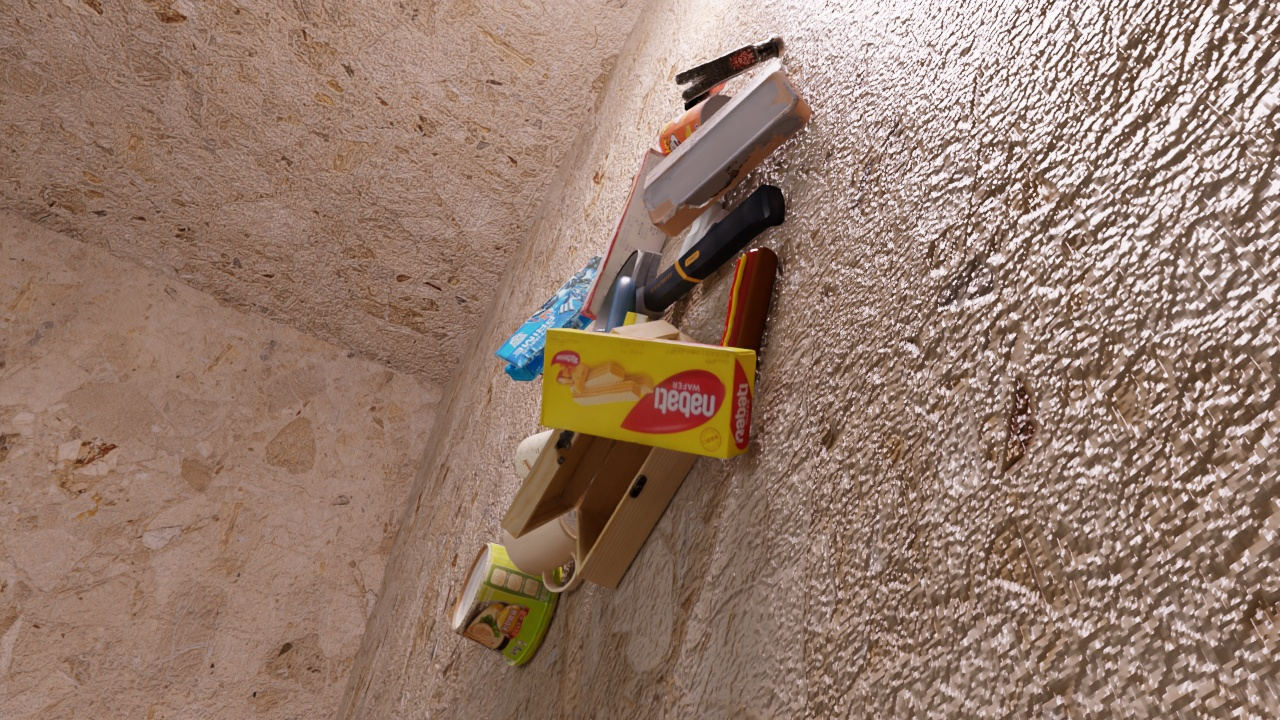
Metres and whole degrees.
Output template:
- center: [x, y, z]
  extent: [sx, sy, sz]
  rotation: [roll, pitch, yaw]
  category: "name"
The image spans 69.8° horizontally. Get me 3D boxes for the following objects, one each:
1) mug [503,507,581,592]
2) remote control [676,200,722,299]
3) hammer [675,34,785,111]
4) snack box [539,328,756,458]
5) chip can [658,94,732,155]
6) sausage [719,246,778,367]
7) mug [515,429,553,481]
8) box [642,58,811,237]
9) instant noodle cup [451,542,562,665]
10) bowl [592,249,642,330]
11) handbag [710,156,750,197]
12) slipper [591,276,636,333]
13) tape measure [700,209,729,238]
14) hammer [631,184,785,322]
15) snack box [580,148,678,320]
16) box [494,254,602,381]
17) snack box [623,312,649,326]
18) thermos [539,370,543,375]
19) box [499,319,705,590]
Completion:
- center: [-0.097, 0.217, 1.091]
  extent: [0.105, 0.085, 0.111]
  rotation: [-36, 60, 42]
  category: "mug"
- center: [0.065, -0.141, 1.163]
  extent: [0.133, 0.022, 0.050]
  rotation: [-68, 15, -5]
  category: "remote control"
- center: [0.099, -0.391, 1.316]
  extent: [0.140, 0.036, 0.326]
  rotation: [-24, 8, -4]
  category: "hammer"
- center: [0.002, 0.026, 0.815]
  extent: [0.201, 0.042, 0.092]
  rotation: [8, 96, 32]
  category: "snack box"
- center: [0.082, -0.328, 1.309]
  extent: [0.062, 0.062, 0.210]
  rotation: [-66, 15, -1]
  category: "chip can"
- center: [0.099, -0.041, 0.864]
  extent: [0.040, 0.040, 0.155]
  rotation: [-41, 30, 58]
  category: "sausage"
- center: [-0.119, 0.152, 1.286]
  extent: [0.097, 0.081, 0.121]
  rotation: [-32, 57, 53]
  category: "mug"
- center: [0.091, -0.251, 1.063]
  extent: [0.217, 0.063, 0.156]
  rotation: [-39, 23, 23]
  category: "box"
- center: [-0.172, 0.302, 1.160]
  extent: [0.146, 0.098, 0.146]
  rotation: [-58, 17, 29]
  category: "instant noodle cup"
- center: [-0.013, -0.072, 1.255]
  extent: [0.151, 0.056, 0.150]
  rotation: [-60, 13, 24]
  category: "bowl"
- center: [0.134, -0.293, 1.161]
  extent: [0.195, 0.043, 0.094]
  rotation: [-63, 9, -22]
  category: "handbag"
- center: [-0.047, -0.008, 1.077]
  extent: [0.104, 0.059, 0.213]
  rotation: [91, -167, -63]
  category: "slipper"
- center: [0.087, -0.142, 1.099]
  extent: [0.064, 0.016, 0.064]
  rotation: [-48, 23, 49]
  category: "tape measure"
- center: [0.065, -0.104, 1.052]
  extent: [0.313, 0.035, 0.139]
  rotation: [-35, 51, 55]
  category: "hammer"
- center: [-0.006, -0.180, 1.368]
  extent: [0.044, 0.076, 0.272]
  rotation: [160, 131, -74]
  category: "snack box"
- center: [-0.119, -0.071, 1.434]
  extent: [0.243, 0.066, 0.091]
  rotation: [-46, 16, -17]
  category: "box"
- center: [-0.006, 0.006, 1.061]
  extent: [0.149, 0.026, 0.061]
  rotation: [82, -157, -64]
  category: "snack box"
- center: [-0.120, 0.018, 1.437]
  extent: [0.101, 0.068, 0.230]
  rotation: [-28, 17, 0]
  category: "thermos"
- center: [-0.021, 0.087, 0.949]
  extent: [0.249, 0.148, 0.140]
  rotation: [-59, 5, 20]
  category: "box"
